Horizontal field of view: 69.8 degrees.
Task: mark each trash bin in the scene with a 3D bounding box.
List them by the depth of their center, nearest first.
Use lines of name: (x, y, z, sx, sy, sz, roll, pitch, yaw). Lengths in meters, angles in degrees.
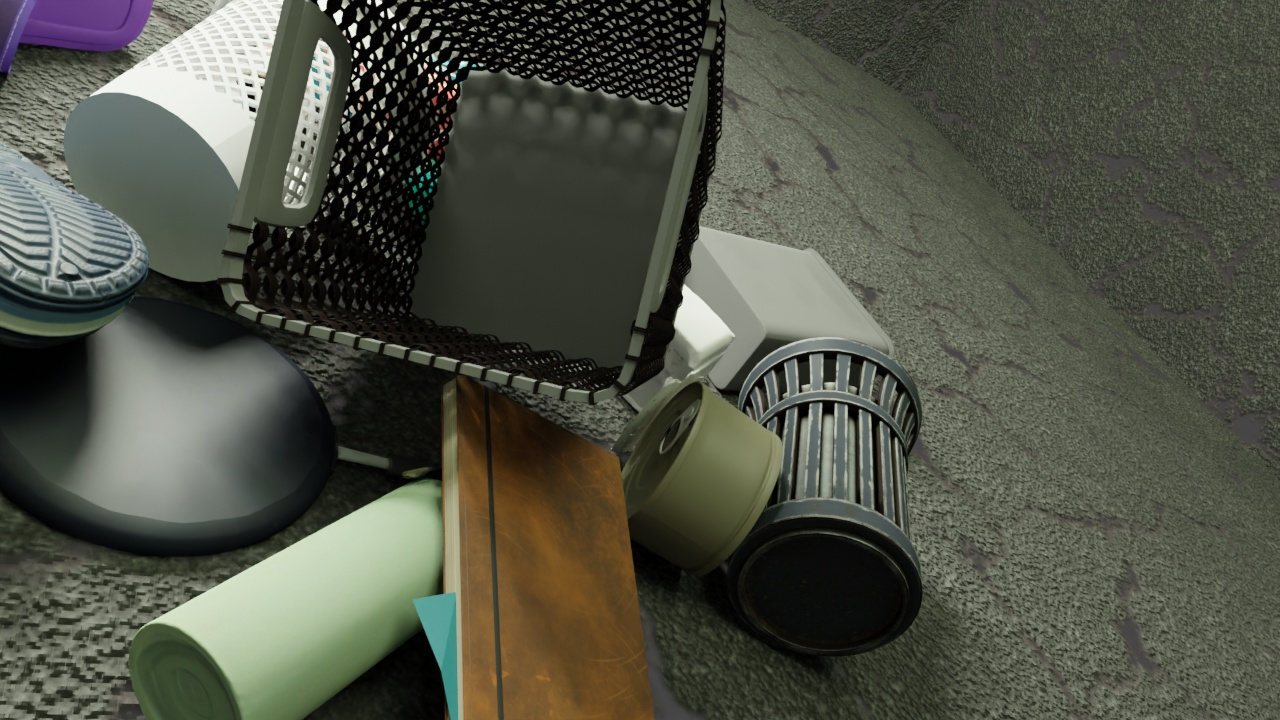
trash bin: (-0.284, -0.164, 0.667, 0.195, 0.196, 0.199, 33, 39, -6)
trash bin: (0.151, 0.109, 0.749, 0.164, 0.165, 0.226, 32, 33, -8)
trash bin: (0.147, -0.052, 1.037, 0.219, 0.098, 0.191, 5, 42, -41)

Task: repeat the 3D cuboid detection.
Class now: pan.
pan: (-0.214, 0.051, 0.581, 0.356, 0.021, 0.198, 19, 34, -30)

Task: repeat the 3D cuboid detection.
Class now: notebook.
notebook: (-0.055, 0.139, 0.523, 0.178, 0.014, 0.248, 34, 37, -45)

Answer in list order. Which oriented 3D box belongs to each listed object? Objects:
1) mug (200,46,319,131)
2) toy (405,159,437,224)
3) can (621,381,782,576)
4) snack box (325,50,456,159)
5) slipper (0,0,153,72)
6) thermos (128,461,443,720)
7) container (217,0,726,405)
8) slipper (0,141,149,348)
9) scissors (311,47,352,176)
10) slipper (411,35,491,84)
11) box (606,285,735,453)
mug: (-0.342, -0.241, 0.822, 0.105, 0.074, 0.089, 5, 35, -3)
toy: (-0.171, -0.117, 0.826, 0.193, 0.072, 0.131, 56, -4, 25)
can: (0.039, 0.088, 0.686, 0.073, 0.128, 0.127, 33, 29, -10)
snack box: (-0.228, -0.257, 0.901, 0.113, 0.060, 0.236, 12, 19, -39)
slipper: (-0.471, -0.264, 0.680, 0.084, 0.107, 0.265, 42, 25, 10)
thermos: (-0.146, 0.116, 0.496, 0.082, 0.082, 0.230, 43, 30, 11)
container: (-0.081, -0.115, 0.619, 0.246, 0.247, 0.243, 14, 1, 8)
slipper: (-0.372, -0.066, 0.518, 0.253, 0.095, 0.105, 34, 9, 31)
scissors: (-0.276, -0.226, 0.824, 0.019, 0.125, 0.156, -11, 48, 4)
slipper: (-0.222, -0.338, 1.101, 0.269, 0.055, 0.098, 38, 32, 6)
box: (0.002, 0.013, 0.790, 0.128, 0.109, 0.136, 47, 45, 13)
